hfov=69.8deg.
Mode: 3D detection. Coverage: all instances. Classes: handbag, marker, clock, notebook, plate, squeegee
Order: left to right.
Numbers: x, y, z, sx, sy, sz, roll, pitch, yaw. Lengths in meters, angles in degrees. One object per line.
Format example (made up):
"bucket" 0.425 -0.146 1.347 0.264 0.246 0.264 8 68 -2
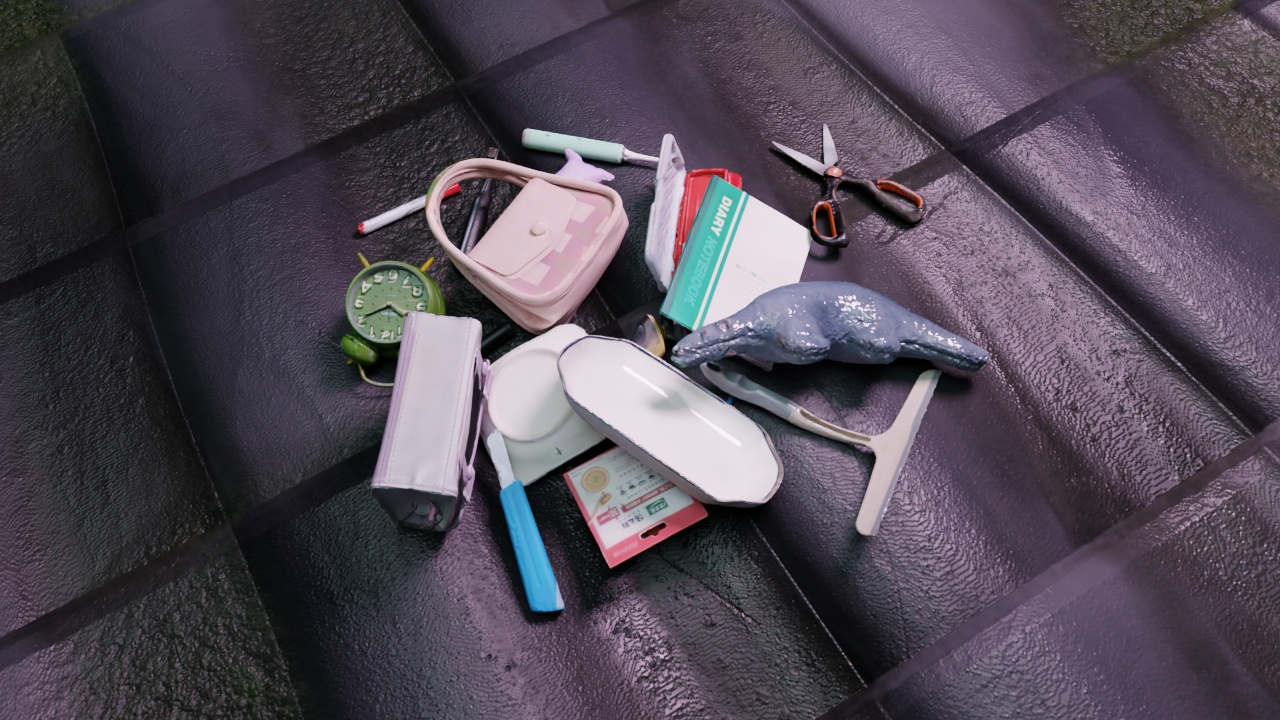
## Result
"clock" -0.296 -0.047 1.094 0.116 0.056 0.161 2 80 1
"marker" -0.309 -0.204 1.228 0.145 0.017 0.017 -27 60 -11
"handbag" -0.216 0.069 0.974 0.098 0.145 0.196 8 64 -7
"marker" -0.207 -0.002 1.094 0.131 0.020 0.022 -37 54 -16
"handbag" -0.151 -0.160 1.117 0.234 0.093 0.192 31 64 8
"plate" -0.114 0.043 1.027 0.164 0.034 0.163 -31 60 5
"plate" 0.026 0.067 0.962 0.266 0.034 0.161 33 32 7
"notebook" 0.119 -0.107 1.091 0.150 0.012 0.208 27 62 -12
"squeegee" 0.176 0.058 1.010 0.247 0.039 0.245 23 52 16

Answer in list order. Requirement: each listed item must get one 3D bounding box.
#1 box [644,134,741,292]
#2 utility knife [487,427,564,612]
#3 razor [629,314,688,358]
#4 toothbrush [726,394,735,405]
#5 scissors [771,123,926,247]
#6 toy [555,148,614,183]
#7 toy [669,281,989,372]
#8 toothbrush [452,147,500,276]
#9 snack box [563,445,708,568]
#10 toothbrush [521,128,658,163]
"box" 0.065 -0.177 1.128 0.112 0.100 0.201 3 60 8
"utility knife" -0.127 0.166 0.967 0.034 0.018 0.209 -20 69 -2
"razor" -0.006 0.006 1.057 0.067 0.062 0.167 46 76 -6
"toothbrush" 0.071 0.098 1.011 0.016 0.014 0.189 12 60 31
"scissors" 0.258 -0.225 1.178 0.221 0.022 0.230 19 56 14
"toy" -0.100 -0.229 1.209 0.084 0.039 0.108 37 74 22
"toy" 0.200 -0.032 1.017 0.356 0.092 0.137 -1 38 -12
"toothbrush" -0.212 -0.203 1.213 0.027 0.026 0.212 10 59 -3
"snack box" -0.003 0.148 0.957 0.113 0.044 0.127 -27 52 -6
"toothbrush" -0.055 -0.286 1.247 0.225 0.026 0.027 12 39 13
